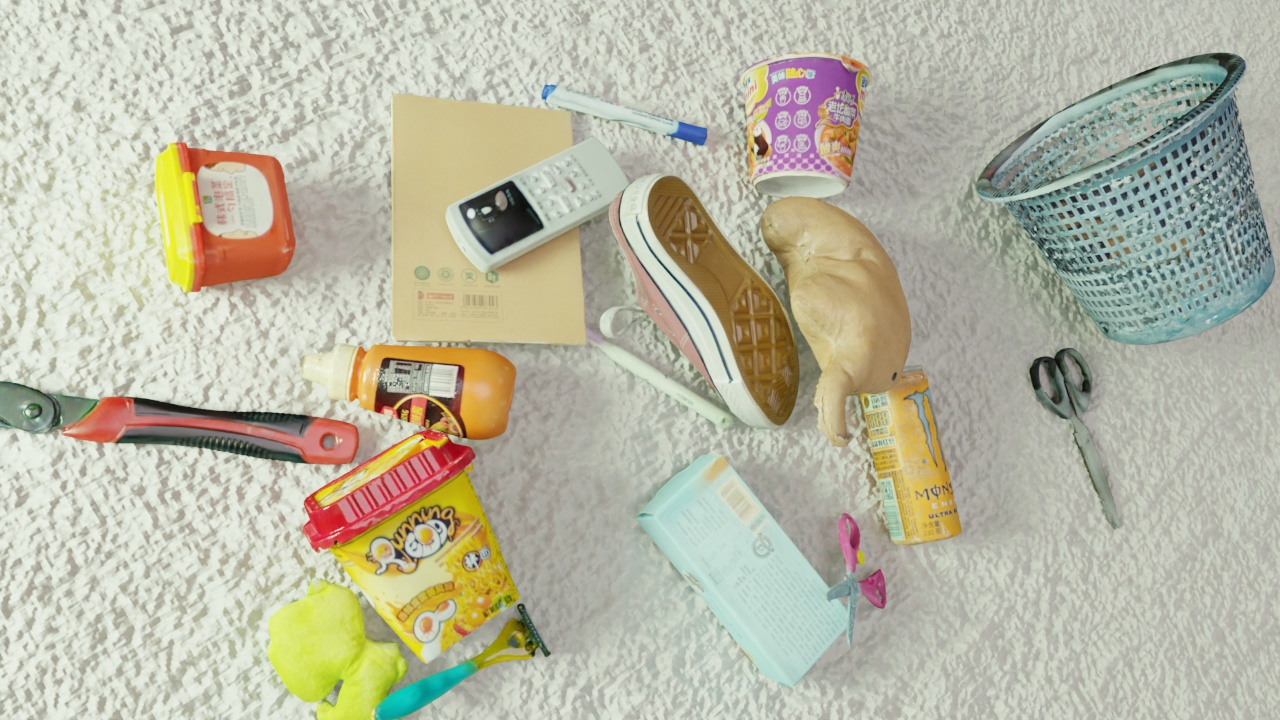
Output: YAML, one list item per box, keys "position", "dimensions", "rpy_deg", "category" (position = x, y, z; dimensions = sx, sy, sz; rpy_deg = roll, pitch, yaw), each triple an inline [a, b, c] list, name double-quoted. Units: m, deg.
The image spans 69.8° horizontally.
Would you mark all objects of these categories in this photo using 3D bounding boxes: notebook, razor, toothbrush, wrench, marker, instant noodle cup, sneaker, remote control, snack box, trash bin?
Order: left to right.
- position: [-0.333, 0.047, 0.623]
  dimensions: [0.273, 0.016, 0.056]
  rpy_deg: [4, 77, -17]
  category: "wrench"
- position: [-0.287, -0.099, 0.637]
  dimensions: [0.080, 0.082, 0.091]
  rpy_deg: [-8, 82, -30]
  category: "snack box"
- position: [-0.151, 0.125, 0.622]
  dimensions: [0.116, 0.116, 0.123]
  rpy_deg: [-31, 101, -22]
  category: "instant noodle cup"
- position: [-0.127, 0.217, 0.639]
  dimensions: [0.132, 0.028, 0.043]
  rpy_deg: [-21, 73, -35]
  category: "razor"
- position: [-0.119, -0.111, 0.718]
  dimensions: [0.147, 0.008, 0.207]
  rpy_deg: [1, 71, -18]
  category: "notebook"
- position: [-0.078, -0.124, 0.718]
  dimensions: [0.149, 0.021, 0.058]
  rpy_deg: [-33, 84, -26]
  category: "remote control"
- position: [-0.013, -0.209, 0.782]
  dimensions: [0.145, 0.017, 0.017]
  rpy_deg: [12, 75, -16]
  category: "marker"
- position: [-0.004, 0.004, 0.738]
  dimensions: [0.189, 0.020, 0.029]
  rpy_deg: [32, 96, -10]
  category: "toothbrush"
- position: [0.043, -0.040, 0.728]
  dimensions: [0.241, 0.088, 0.118]
  rpy_deg: [53, 55, -27]
  category: "sneaker"
- position: [0.081, 0.162, 0.716]
  dimensions: [0.074, 0.052, 0.175]
  rpy_deg: [-40, 93, -20]
  category: "snack box"
- position: [0.138, -0.195, 0.785]
  dimensions: [0.111, 0.112, 0.099]
  rpy_deg: [6, 85, -17]
  category: "instant noodle cup"
- position: [0.453, -0.130, 0.829]
  dimensions: [0.226, 0.227, 0.195]
  rpy_deg: [-39, 105, -21]
  category: "trash bin"

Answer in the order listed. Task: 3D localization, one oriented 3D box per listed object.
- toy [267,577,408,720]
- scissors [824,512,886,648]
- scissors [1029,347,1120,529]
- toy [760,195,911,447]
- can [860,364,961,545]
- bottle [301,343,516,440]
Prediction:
- position: [-0.208, 0.202, 0.621]
  dimensions: [0.100, 0.031, 0.096]
  rpy_deg: [22, 87, -9]
  category: "toy"
- position: [0.173, 0.183, 0.727]
  dimensions: [0.108, 0.017, 0.135]
  rpy_deg: [56, 28, -19]
  category: "scissors"
- position: [0.410, 0.076, 0.866]
  dimensions: [0.133, 0.014, 0.175]
  rpy_deg: [17, 77, -15]
  category: "scissors"
- position: [0.163, -0.032, 0.729]
  dimensions: [0.143, 0.083, 0.225]
  rpy_deg: [16, 49, -30]
  category: "toy"
- position: [0.227, 0.080, 0.778]
  dimensions: [0.058, 0.058, 0.146]
  rpy_deg: [-7, 81, -20]
  category: "can"
- position: [-0.167, 0.016, 0.663]
  dimensions: [0.149, 0.067, 0.066]
  rpy_deg: [10, 76, -9]
  category: "bottle"
